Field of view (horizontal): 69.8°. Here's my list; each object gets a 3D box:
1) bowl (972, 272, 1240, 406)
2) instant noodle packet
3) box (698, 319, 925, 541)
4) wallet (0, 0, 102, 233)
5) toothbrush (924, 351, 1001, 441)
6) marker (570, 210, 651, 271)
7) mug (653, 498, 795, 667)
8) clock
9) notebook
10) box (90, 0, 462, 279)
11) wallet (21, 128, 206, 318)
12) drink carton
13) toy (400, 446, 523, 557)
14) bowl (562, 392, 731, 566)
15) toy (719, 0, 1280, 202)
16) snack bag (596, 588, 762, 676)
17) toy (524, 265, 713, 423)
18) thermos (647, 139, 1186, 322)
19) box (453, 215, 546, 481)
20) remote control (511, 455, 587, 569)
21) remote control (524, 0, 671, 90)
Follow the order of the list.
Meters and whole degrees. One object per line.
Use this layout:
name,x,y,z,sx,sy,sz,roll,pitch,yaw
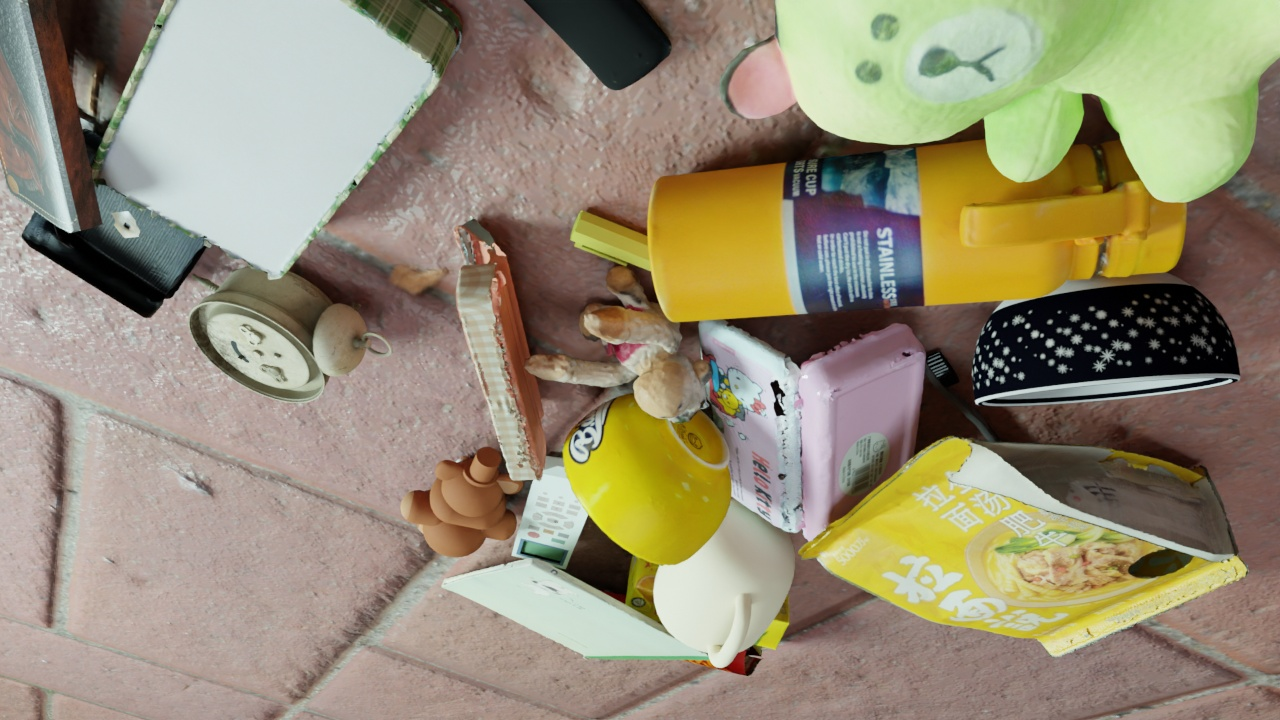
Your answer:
bowl,0.231,-0.016,0.469,0.120,0.066,0.120,-3,172,-1
instant noodle packet,0.236,0.115,0.595,0.221,0.084,0.163,15,141,-19
box,0.108,0.056,0.592,0.146,0.077,0.202,1,141,12
wallet,-0.306,-0.132,0.460,0.072,0.019,0.123,28,129,26
toothbrush,0.224,0.045,0.597,0.013,0.012,0.167,-27,128,27
marker,0.020,-0.053,0.523,0.124,0.017,0.021,20,141,-13
mug,0.068,0.167,0.698,0.096,0.120,0.100,13,130,-10
clock,-0.221,-0.019,0.595,0.141,0.054,0.093,6,139,18
notebook,-0.067,0.232,0.834,0.182,0.010,0.253,32,152,-16
box,-0.187,-0.128,0.460,0.117,0.051,0.206,30,138,-26
wallet,-0.315,-0.081,0.561,0.089,0.026,0.115,39,134,-23
drink carton,0.056,0.197,0.781,0.134,0.058,0.043,14,126,-3
toy,-0.139,0.108,0.735,0.095,0.065,0.128,15,133,-17
bowl,0.015,0.067,0.600,0.117,0.117,0.068,33,119,-24
toy,0.143,-0.136,0.333,0.197,0.107,0.150,20,146,3
snack bag,0.010,0.246,0.877,0.208,0.066,0.139,8,147,19
toy,-0.003,0.003,0.550,0.106,0.074,0.085,38,130,-17
thermos,0.123,-0.058,0.434,0.233,0.091,0.076,-3,129,17
box,-0.085,-0.001,0.571,0.041,0.082,0.187,-2,138,2
remote control,-0.070,0.123,0.752,0.049,0.024,0.144,16,139,-5
remote control,-0.049,-0.175,0.391,0.041,0.020,0.152,-25,130,38
